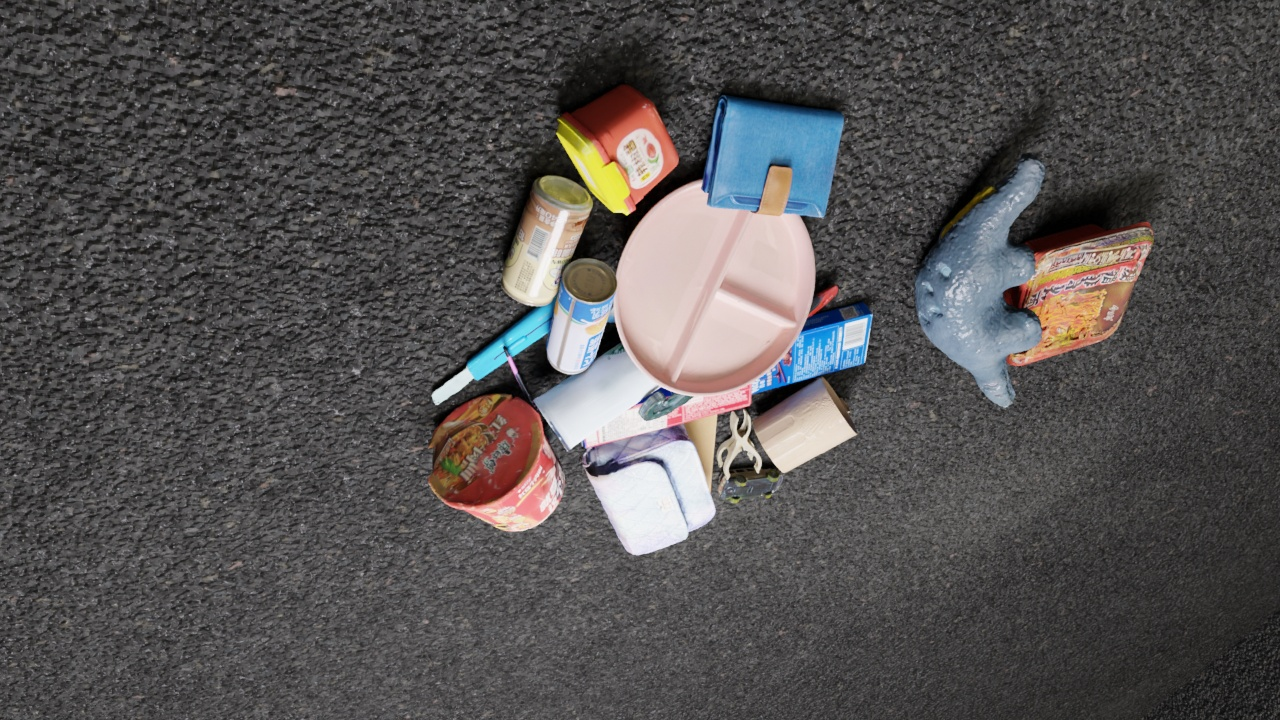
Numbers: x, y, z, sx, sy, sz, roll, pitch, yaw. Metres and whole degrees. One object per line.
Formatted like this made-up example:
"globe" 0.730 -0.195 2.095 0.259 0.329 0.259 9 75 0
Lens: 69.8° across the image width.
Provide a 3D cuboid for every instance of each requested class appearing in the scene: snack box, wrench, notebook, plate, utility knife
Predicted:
"snack box" 0.198 -0.014 1.103 0.157 0.026 0.085 -14 136 -9
"wrench" 0.112 -0.009 1.021 0.273 0.016 0.056 -32 159 -14
"snack box" 0.023 0.041 1.065 0.207 0.057 0.058 -14 138 -9
"snack box" -0.019 -0.191 0.817 0.080 0.082 0.091 -38 136 -4
"notebook" 0.027 0.123 1.179 0.147 0.008 0.208 -11 134 -12
"plate" 0.075 -0.075 0.941 0.229 0.028 0.230 -8 110 -21
"utility knife" -0.148 -0.010 0.976 0.199 0.018 0.034 -35 135 14

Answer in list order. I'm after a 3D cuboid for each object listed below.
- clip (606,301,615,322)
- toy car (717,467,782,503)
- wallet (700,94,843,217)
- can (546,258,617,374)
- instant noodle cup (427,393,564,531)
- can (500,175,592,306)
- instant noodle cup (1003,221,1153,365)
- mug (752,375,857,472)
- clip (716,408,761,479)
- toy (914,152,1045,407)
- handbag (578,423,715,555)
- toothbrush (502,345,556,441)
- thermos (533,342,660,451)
"clip" -0.022 -0.064 0.976 0.025 0.031 0.057 1 139 -20
"toy car" 0.150 0.166 1.248 0.090 0.035 0.042 -3 134 -20
"wallet" 0.128 -0.194 0.883 0.133 0.040 0.106 1 109 -23
"can" -0.061 -0.041 0.912 0.053 0.053 0.135 -6 150 -17
"instant noodle cup" -0.151 0.121 1.023 0.138 0.137 0.108 -26 144 3
"can" -0.090 -0.113 0.871 0.058 0.058 0.117 6 129 -26
"instant noodle cup" 0.518 -0.089 1.122 0.164 0.079 0.189 -15 134 -8
"mug" 0.210 0.082 1.163 0.104 0.084 0.124 -33 168 15
"clip" 0.118 0.113 1.188 0.092 0.035 0.103 -29 131 4
"toy" 0.390 -0.073 1.062 0.138 0.091 0.357 -3 131 16
"handbag" 0.015 0.157 1.145 0.134 0.075 0.194 -22 135 0
"toothbrush" -0.123 0.041 1.025 0.017 0.014 0.189 -28 143 -10
"thermos" -0.006 0.006 0.991 0.224 0.073 0.073 -34 136 -6
